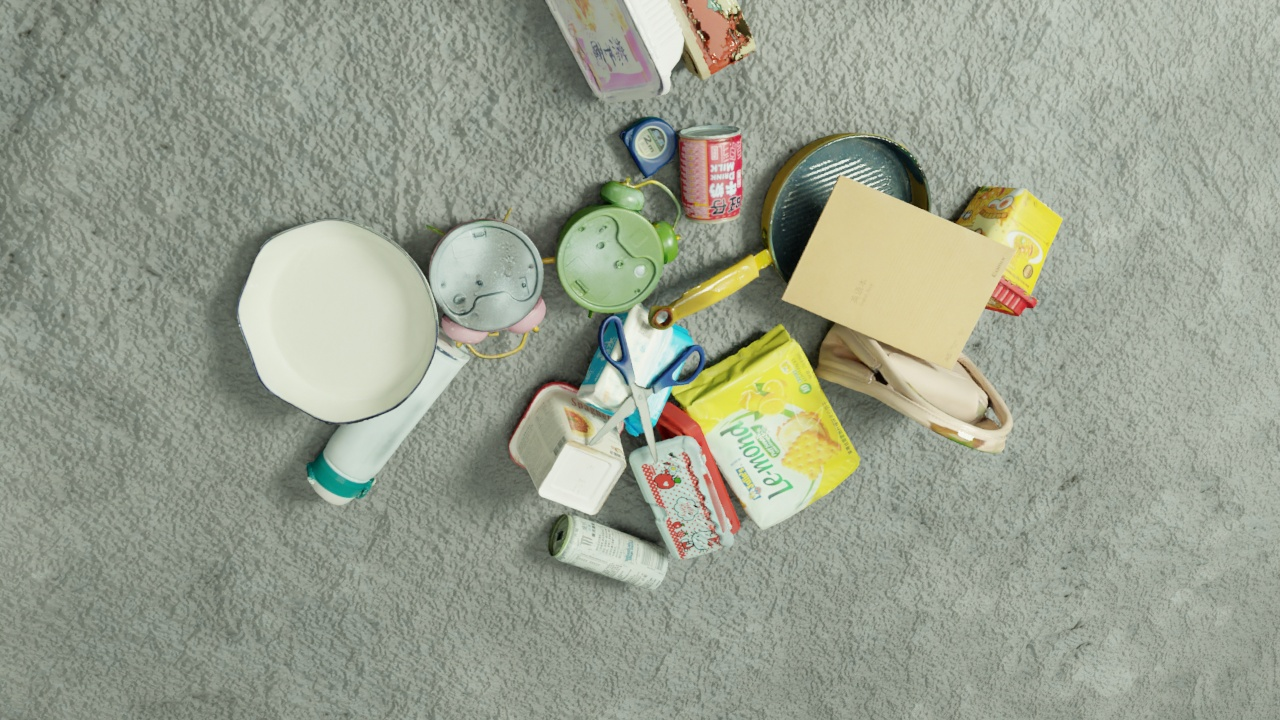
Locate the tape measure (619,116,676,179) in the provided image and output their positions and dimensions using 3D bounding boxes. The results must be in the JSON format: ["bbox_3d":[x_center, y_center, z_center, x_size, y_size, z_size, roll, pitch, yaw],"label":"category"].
[{"bbox_3d":[0.011,-0.230,0.973,0.054,0.025,0.058,-34,121,0],"label":"tape measure"}]

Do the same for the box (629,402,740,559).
[{"bbox_3d":[0.047,0.156,1.087,0.098,0.095,0.201,-36,129,-16],"label":"box"}]

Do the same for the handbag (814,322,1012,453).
[{"bbox_3d":[0.327,0.037,1.052,0.193,0.234,0.093,16,107,-20],"label":"handbag"}]

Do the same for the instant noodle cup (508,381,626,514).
[{"bbox_3d":[-0.077,0.103,1.041,0.116,0.124,0.117,25,105,-22],"label":"instant noodle cup"}]

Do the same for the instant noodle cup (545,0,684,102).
[{"bbox_3d":[-0.026,-0.337,0.867,0.060,0.138,0.173,-42,119,-19],"label":"instant noodle cup"}]

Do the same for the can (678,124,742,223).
[{"bbox_3d":[0.075,-0.199,0.980,0.066,0.066,0.094,-9,115,-11],"label":"can"}]

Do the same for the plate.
[{"bbox_3d":[-0.302,-0.040,0.932,0.205,0.045,0.205,1,101,5],"label":"plate"}]

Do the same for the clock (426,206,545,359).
[{"bbox_3d":[-0.161,-0.076,0.972,0.117,0.060,0.158,-14,109,-12],"label":"clock"}]

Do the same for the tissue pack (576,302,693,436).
[{"bbox_3d":[-0.006,0.006,1.034,0.090,0.063,0.140,30,76,-23],"label":"tissue pack"}]

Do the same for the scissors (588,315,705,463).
[{"bbox_3d":[0.000,0.026,0.993,0.173,0.012,0.162,-40,108,-20],"label":"scissors"}]

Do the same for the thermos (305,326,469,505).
[{"bbox_3d":[-0.279,0.063,1.006,0.073,0.073,0.224,35,101,-25],"label":"thermos"}]

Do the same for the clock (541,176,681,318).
[{"bbox_3d":[-0.024,-0.126,0.992,0.161,0.056,0.116,-41,117,6],"label":"clock"}]

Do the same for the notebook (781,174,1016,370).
[{"bbox_3d":[0.282,-0.094,1.009,0.211,0.012,0.150,22,105,-4],"label":"notebook"}]

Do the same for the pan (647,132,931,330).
[{"bbox_3d":[0.165,-0.124,1.029,0.357,0.078,0.198,-23,116,-4],"label":"pan"}]

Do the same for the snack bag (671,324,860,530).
[{"bbox_3d":[0.158,0.084,1.124,0.158,0.068,0.246,-32,117,0],"label":"snack bag"}]

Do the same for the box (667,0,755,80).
[{"bbox_3d":[0.052,-0.368,0.886,0.077,0.091,0.168,-29,117,3],"label":"box"}]

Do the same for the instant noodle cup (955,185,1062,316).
[{"bbox_3d":[0.418,-0.132,1.077,0.116,0.116,0.123,28,92,-23],"label":"instant noodle cup"}]

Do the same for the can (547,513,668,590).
[{"bbox_3d":[-0.039,0.240,1.147,0.146,0.058,0.058,23,105,-22],"label":"can"}]
